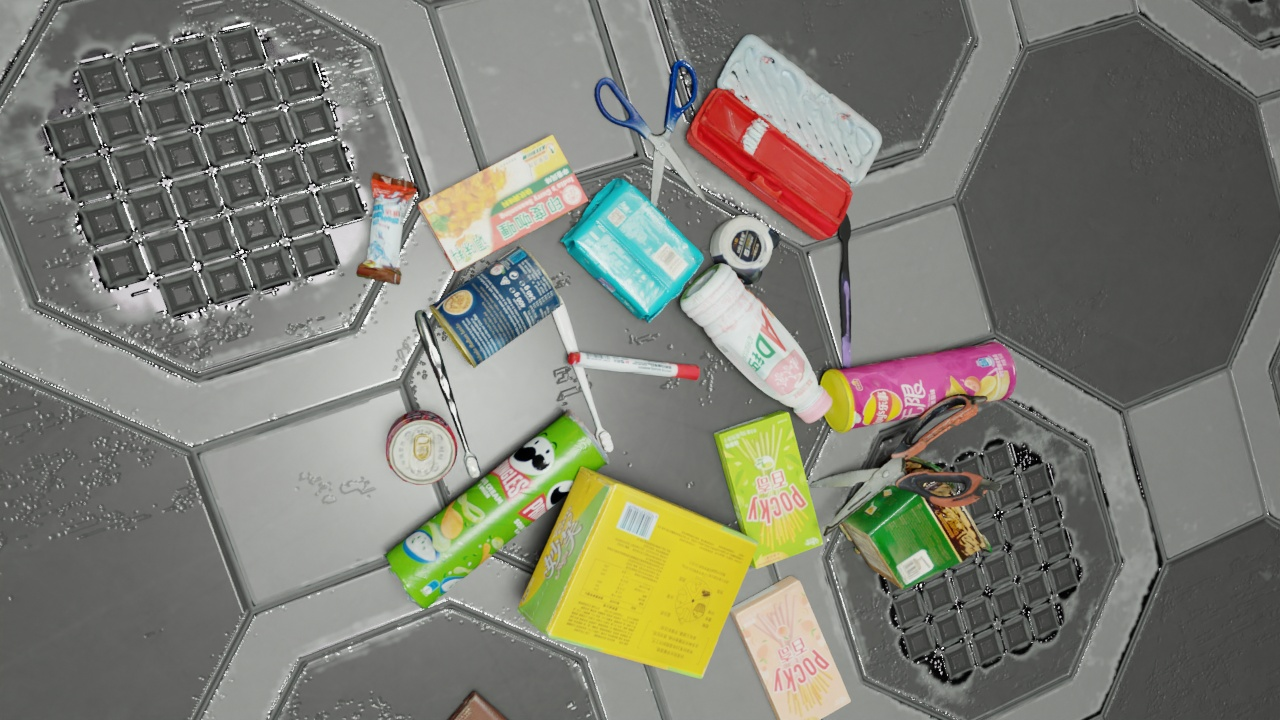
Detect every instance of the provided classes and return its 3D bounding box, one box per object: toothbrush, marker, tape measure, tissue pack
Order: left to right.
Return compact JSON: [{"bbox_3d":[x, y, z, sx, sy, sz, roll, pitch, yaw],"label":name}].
[{"bbox_3d":[-0.195,0.035,0.932,0.015,0.018,0.181,-19,94,-10],"label":"toothbrush"},{"bbox_3d":[-0.062,0.012,0.964,0.016,0.016,0.180,-21,95,-21],"label":"toothbrush"},{"bbox_3d":[-0.009,-0.115,0.958,0.133,0.050,0.093,44,82,-11],"label":"tissue pack"},{"bbox_3d":[-0.006,0.006,0.970,0.145,0.017,0.017,6,89,-20],"label":"marker"},{"bbox_3d":[0.111,-0.124,0.997,0.066,0.034,0.065,33,81,-15],"label":"tape measure"},{"bbox_3d":[0.232,-0.073,1.041,0.014,0.017,0.189,-3,95,-5],"label":"toothbrush"}]

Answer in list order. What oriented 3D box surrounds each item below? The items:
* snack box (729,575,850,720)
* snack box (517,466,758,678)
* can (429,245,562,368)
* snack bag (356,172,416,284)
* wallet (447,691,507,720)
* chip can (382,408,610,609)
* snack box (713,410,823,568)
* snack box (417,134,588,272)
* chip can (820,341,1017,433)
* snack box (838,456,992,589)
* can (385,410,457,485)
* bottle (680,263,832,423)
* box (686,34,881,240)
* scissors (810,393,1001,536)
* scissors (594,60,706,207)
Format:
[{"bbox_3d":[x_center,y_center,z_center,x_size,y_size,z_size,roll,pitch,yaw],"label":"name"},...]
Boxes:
[{"bbox_3d":[0.167,0.329,1.022,0.084,0.026,0.157,-25,97,-12],"label":"snack box"},{"bbox_3d":[0.002,0.217,0.923,0.210,0.070,0.157,27,84,-35],"label":"snack box"},{"bbox_3d":[-0.142,-0.054,0.912,0.111,0.075,0.075,-37,99,-11],"label":"can"},{"bbox_3d":[-0.251,-0.130,0.909,0.048,0.026,0.104,11,88,-2],"label":"snack bag"},{"bbox_3d":[-0.175,0.417,0.936,0.101,0.032,0.124,44,80,-9],"label":"wallet"},{"bbox_3d":[-0.142,0.148,0.918,0.235,0.072,0.072,-38,99,-10],"label":"chip can"},{"bbox_3d":[0.142,0.142,1.013,0.085,0.026,0.156,-16,95,-13],"label":"snack box"},{"bbox_3d":[-0.139,-0.160,0.936,0.155,0.027,0.077,-31,99,-12],"label":"snack box"},{"bbox_3d":[0.312,0.028,1.031,0.210,0.071,0.071,-10,93,-14],"label":"chip can"},{"bbox_3d":[0.292,0.183,1.007,0.105,0.117,0.118,-36,101,-7],"label":"snack box"},{"bbox_3d":[-0.212,0.084,0.887,0.066,0.094,0.066,0,91,-14],"label":"can"},{"bbox_3d":[0.129,-0.013,0.986,0.068,0.068,0.197,-45,102,-10],"label":"bottle"},{"bbox_3d":[0.160,-0.244,1.007,0.201,0.039,0.157,34,68,-13],"label":"box"},{"bbox_3d":[0.281,0.112,0.971,0.015,0.226,0.188,49,57,-29],"label":"scissors"},{"bbox_3d":[0.020,-0.246,0.983,0.162,0.012,0.174,28,85,-14],"label":"scissors"}]
